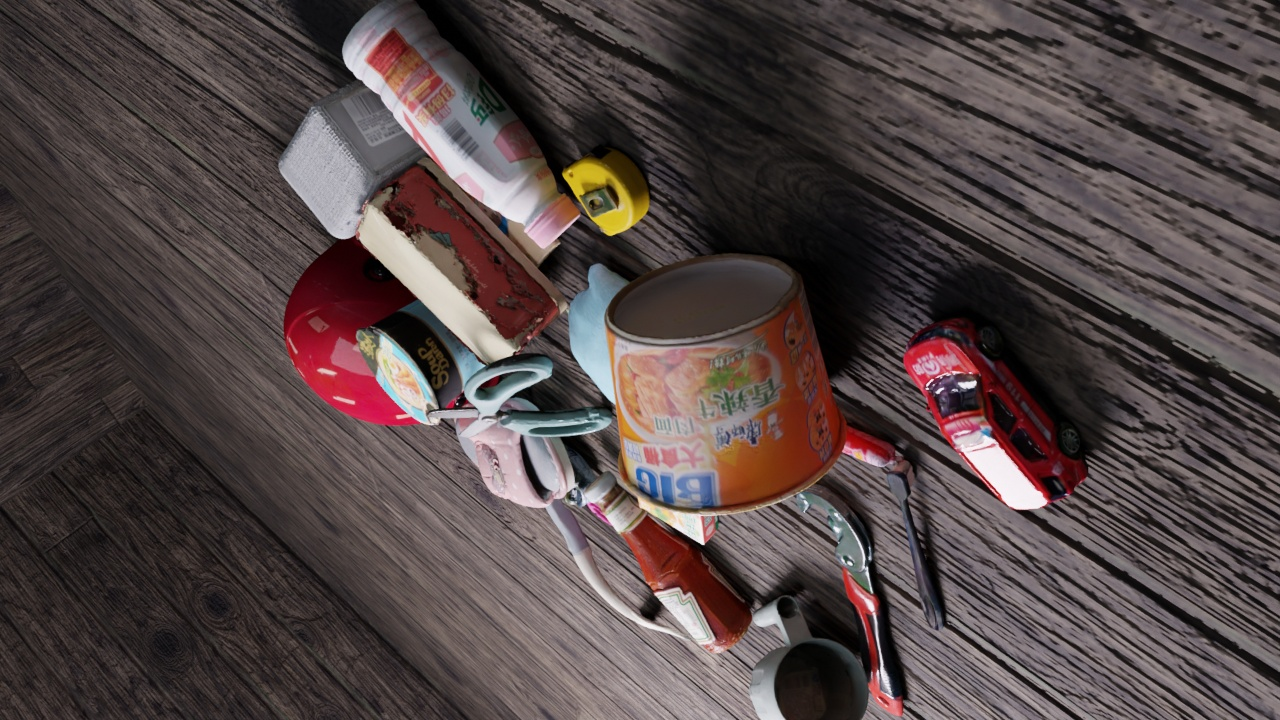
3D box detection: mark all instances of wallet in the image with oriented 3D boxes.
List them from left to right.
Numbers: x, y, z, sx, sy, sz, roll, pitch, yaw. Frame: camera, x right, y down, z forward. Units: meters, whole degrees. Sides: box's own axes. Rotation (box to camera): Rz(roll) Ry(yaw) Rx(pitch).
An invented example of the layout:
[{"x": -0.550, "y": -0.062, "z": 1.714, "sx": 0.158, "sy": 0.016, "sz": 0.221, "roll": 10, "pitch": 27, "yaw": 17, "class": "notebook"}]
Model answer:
[{"x": -0.121, "y": -0.121, "z": 0.753, "sx": 0.115, "sy": 0.024, "sz": 0.087, "roll": 47, "pitch": 146, "yaw": -5, "class": "wallet"}]

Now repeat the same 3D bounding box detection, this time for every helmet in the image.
[{"x": -0.278, "y": -0.012, "z": 0.970, "sx": 0.240, "sy": 0.143, "sz": 0.207, "roll": 26, "pitch": 142, "yaw": 32, "class": "helmet"}]

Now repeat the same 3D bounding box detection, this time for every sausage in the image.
[{"x": 0.113, "y": 0.042, "z": 0.645, "sx": 0.156, "sy": 0.020, "sz": 0.020, "roll": 24, "pitch": 143, "yaw": 35, "class": "sausage"}]

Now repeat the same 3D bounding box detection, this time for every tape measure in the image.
[{"x": -0.023, "y": -0.115, "z": 0.626, "sx": 0.057, "sy": 0.028, "sz": 0.060, "roll": -11, "pitch": 117, "yaw": 56, "class": "tape measure"}]

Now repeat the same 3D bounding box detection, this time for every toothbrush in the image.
[{"x": 0.199, "y": 0.137, "z": 0.654, "sx": 0.016, "sy": 0.018, "sz": 0.181, "roll": 9, "pitch": 136, "yaw": 38, "class": "toothbrush"}]

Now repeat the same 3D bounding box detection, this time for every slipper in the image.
[{"x": -0.152, "y": 0.095, "z": 0.982, "sx": 0.275, "sy": 0.054, "sz": 0.114, "roll": 6, "pitch": 117, "yaw": 59, "class": "slipper"}]

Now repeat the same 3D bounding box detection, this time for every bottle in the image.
[{"x": -0.123, "y": -0.166, "z": 0.662, "sx": 0.197, "sy": 0.068, "sz": 0.068, "roll": 47, "pitch": 151, "yaw": -7, "class": "bottle"}, {"x": 0.024, "y": 0.195, "z": 0.902, "sx": 0.206, "sy": 0.059, "sz": 0.060, "roll": 48, "pitch": 150, "yaw": -1, "class": "bottle"}]

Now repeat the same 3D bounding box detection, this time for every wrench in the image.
[{"x": 0.182, "y": 0.207, "z": 0.754, "sx": 0.056, "sy": 0.016, "sz": 0.273, "roll": 16, "pitch": 138, "yaw": 48, "class": "wrench"}]

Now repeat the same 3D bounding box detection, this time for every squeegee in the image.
[{"x": -0.056, "y": 0.216, "z": 1.024, "sx": 0.246, "sy": 0.039, "sz": 0.247, "roll": 53, "pitch": 165, "yaw": 5, "class": "squeegee"}]

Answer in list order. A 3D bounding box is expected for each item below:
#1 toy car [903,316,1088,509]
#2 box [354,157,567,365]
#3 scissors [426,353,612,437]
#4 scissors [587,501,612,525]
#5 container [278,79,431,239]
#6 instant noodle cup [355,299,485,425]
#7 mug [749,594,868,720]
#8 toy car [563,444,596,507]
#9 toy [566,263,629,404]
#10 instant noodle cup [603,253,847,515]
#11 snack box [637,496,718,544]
[{"x": 0.193, "y": 0.030, "z": 0.505, "sx": 0.120, "sy": 0.045, "sz": 0.053, "roll": 51, "pitch": 149, "yaw": -2, "class": "toy car"}, {"x": -0.152, "y": -0.071, "z": 0.750, "sx": 0.168, "sy": 0.079, "sz": 0.091, "roll": 45, "pitch": 152, "yaw": -6, "class": "box"}, {"x": -0.092, "y": 0.036, "z": 0.796, "sx": 0.170, "sy": 0.173, "sz": 0.019, "roll": 133, "pitch": 136, "yaw": -56, "class": "scissors"}, {"x": -0.075, "y": 0.129, "z": 0.999, "sx": 0.135, "sy": 0.017, "sz": 0.063, "roll": 38, "pitch": 153, "yaw": 23, "class": "scissors"}, {"x": -0.234, "y": -0.174, "z": 0.771, "sx": 0.090, "sy": 0.090, "sz": 0.115, "roll": 52, "pitch": 147, "yaw": -9, "class": "container"}, {"x": -0.180, "y": -0.018, "z": 0.852, "sx": 0.111, "sy": 0.120, "sz": 0.111, "roll": 33, "pitch": 147, "yaw": 25, "class": "instant noodle cup"}, {"x": 0.141, "y": 0.278, "z": 0.831, "sx": 0.103, "sy": 0.083, "sz": 0.124, "roll": 108, "pitch": 143, "yaw": -68, "class": "mug"}, {"x": -0.078, "y": 0.112, "z": 0.960, "sx": 0.090, "sy": 0.034, "sz": 0.043, "roll": 47, "pitch": 152, "yaw": 31, "class": "toy car"}, {"x": -0.004, "y": 0.004, "z": 0.714, "sx": 0.156, "sy": 0.049, "sz": 0.162, "roll": 21, "pitch": 130, "yaw": 34, "class": "toy"}, {"x": 0.047, "y": 0.007, "z": 0.574, "sx": 0.151, "sy": 0.151, "sz": 0.111, "roll": 15, "pitch": 129, "yaw": 43, "class": "instant noodle cup"}, {"x": 0.027, "y": 0.093, "z": 0.809, "sx": 0.077, "sy": 0.027, "sz": 0.156, "roll": 26, "pitch": 144, "yaw": 31, "class": "snack box"}]
